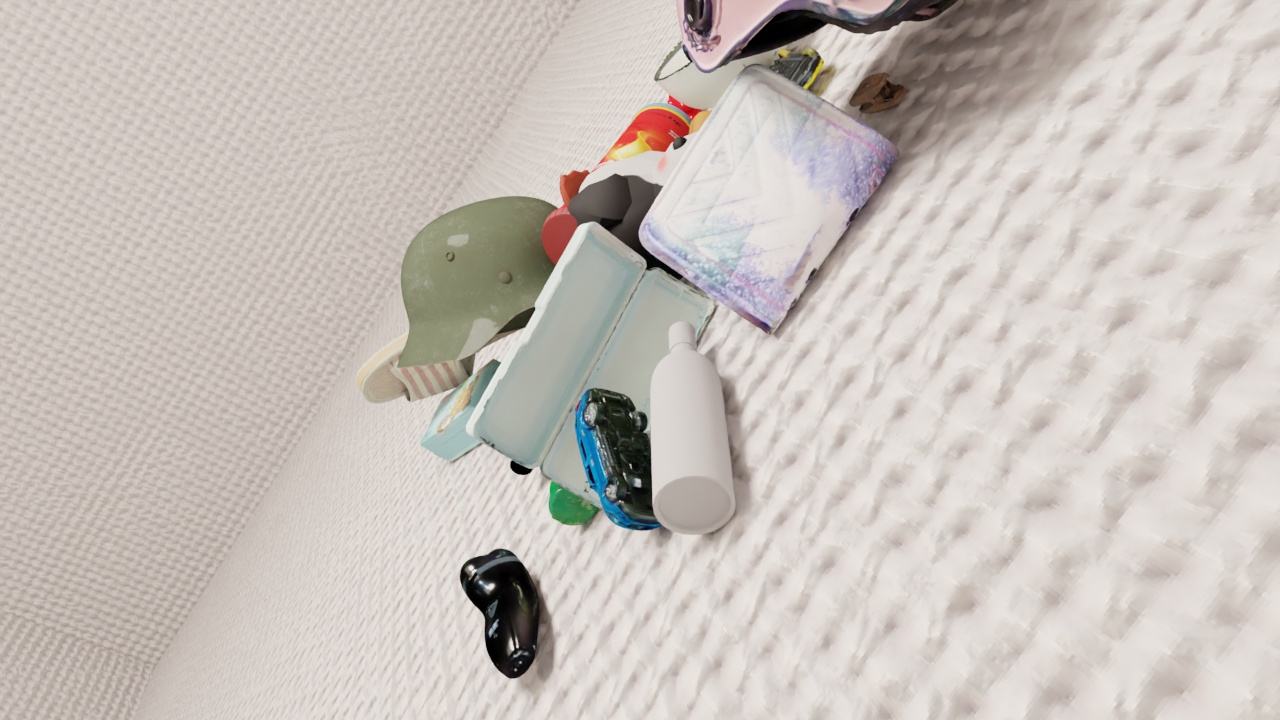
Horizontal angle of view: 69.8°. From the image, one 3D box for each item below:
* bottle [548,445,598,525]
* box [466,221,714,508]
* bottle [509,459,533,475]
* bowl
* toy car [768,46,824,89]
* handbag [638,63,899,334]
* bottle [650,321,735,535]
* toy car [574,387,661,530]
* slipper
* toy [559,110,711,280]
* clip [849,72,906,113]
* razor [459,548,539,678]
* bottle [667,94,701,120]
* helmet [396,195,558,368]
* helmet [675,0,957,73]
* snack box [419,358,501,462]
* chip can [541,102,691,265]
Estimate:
[{"bbox_3d":[-0.060,0.095,0.791,0.043,0.043,0.111,-52,21,17],"label":"bottle"},{"bbox_3d":[-0.039,0.003,0.738,0.197,0.136,0.044,-62,17,-10],"label":"box"},{"bbox_3d":[-0.109,0.045,0.943,0.059,0.059,0.181,-44,25,32],"label":"bottle"},{"bbox_3d":[0.094,-0.313,0.942,0.154,0.073,0.153,-36,22,16],"label":"bowl"},{"bbox_3d":[0.140,-0.263,0.853,0.049,0.030,0.107,-54,19,8],"label":"toy car"},{"bbox_3d":[0.092,-0.116,0.667,0.159,0.126,0.069,-56,-22,10],"label":"handbag"},{"bbox_3d":[0.033,0.034,0.650,0.053,0.052,0.194,-47,24,27],"label":"bottle"},{"bbox_3d":[-0.015,0.074,0.672,0.044,0.056,0.120,-52,42,30],"label":"toy car"},{"bbox_3d":[-0.234,-0.012,1.173,0.262,0.115,0.052,-29,64,-7],"label":"slipper"},{"bbox_3d":[0.040,-0.129,0.791,0.185,0.158,0.140,-20,81,45],"label":"toy"},{"bbox_3d":[0.182,-0.201,0.694,0.026,0.049,0.061,-60,-21,-1],"label":"clip"},{"bbox_3d":[-0.111,0.198,0.730,0.053,0.063,0.140,-57,20,5],"label":"razor"},{"bbox_3d":[0.055,-0.328,1.116,0.042,0.042,0.141,-42,26,36],"label":"bottle"},{"bbox_3d":[-0.157,-0.099,1.007,0.268,0.154,0.226,-10,9,24],"label":"helmet"},{"bbox_3d":[0.126,-0.285,0.616,0.229,0.152,0.256,-24,13,-21],"label":"helmet"},{"bbox_3d":[-0.214,0.066,1.160,0.175,0.053,0.074,-30,32,49],"label":"snack box"},{"bbox_3d":[-0.015,-0.177,0.950,0.087,0.087,0.212,-32,20,49],"label":"chip can"}]
